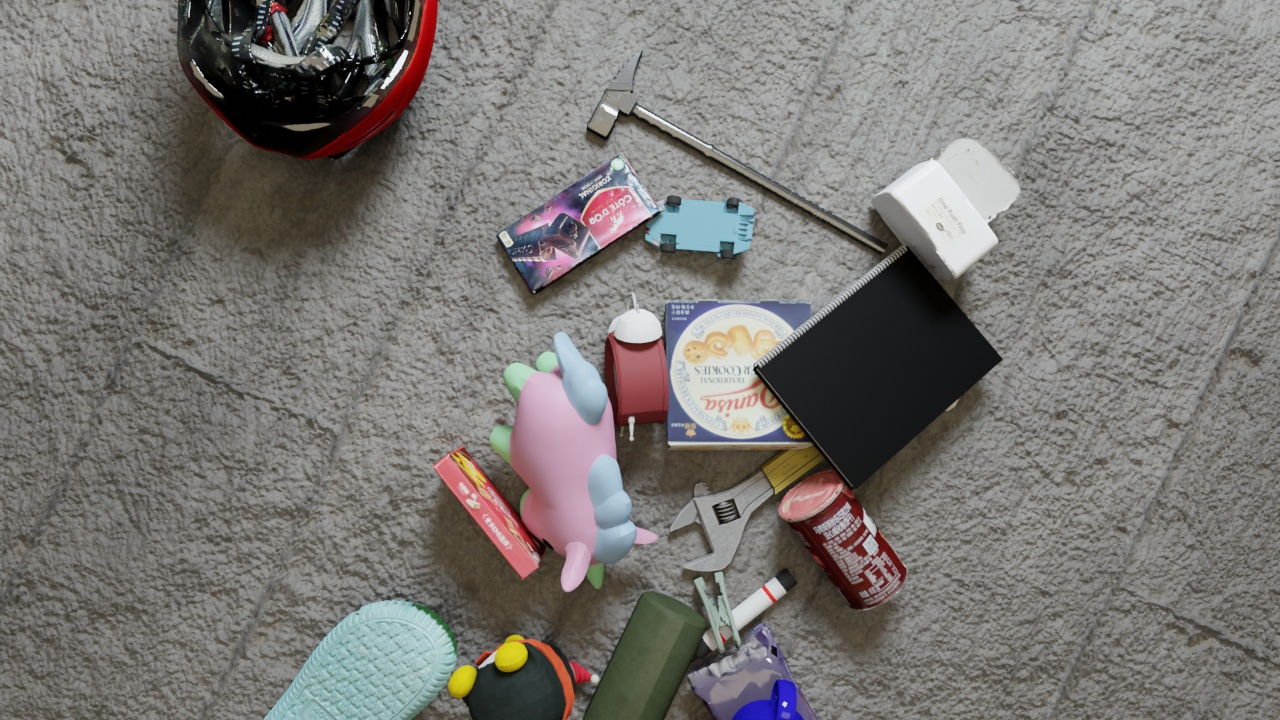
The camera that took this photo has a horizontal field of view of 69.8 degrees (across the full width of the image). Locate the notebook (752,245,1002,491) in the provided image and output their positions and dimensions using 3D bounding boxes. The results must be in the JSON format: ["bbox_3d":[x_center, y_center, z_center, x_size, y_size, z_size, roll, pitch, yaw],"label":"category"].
[{"bbox_3d":[0.229,0.002,0.882,0.206,0.016,0.149,-37,85,-16],"label":"notebook"}]

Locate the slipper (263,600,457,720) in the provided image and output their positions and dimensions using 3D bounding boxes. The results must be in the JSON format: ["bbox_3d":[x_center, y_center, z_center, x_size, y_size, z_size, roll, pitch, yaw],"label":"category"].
[{"bbox_3d":[-0.278,0.325,0.881,0.116,0.069,0.276,43,103,0],"label":"slipper"}]

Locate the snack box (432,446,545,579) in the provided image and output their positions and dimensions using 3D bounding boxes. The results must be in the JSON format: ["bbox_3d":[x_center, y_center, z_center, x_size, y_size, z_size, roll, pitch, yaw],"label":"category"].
[{"bbox_3d":[-0.142,0.142,0.874,0.021,0.089,0.133,-39,91,-2],"label":"snack box"}]

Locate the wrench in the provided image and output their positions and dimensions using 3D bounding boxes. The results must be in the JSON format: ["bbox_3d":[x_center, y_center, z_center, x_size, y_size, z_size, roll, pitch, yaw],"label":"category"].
[{"bbox_3d":[0.145,0.113,0.921,0.273,0.018,0.083,-35,91,-2],"label":"wrench"}]

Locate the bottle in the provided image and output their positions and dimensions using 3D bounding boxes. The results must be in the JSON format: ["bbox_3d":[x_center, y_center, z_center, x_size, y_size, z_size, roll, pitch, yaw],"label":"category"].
[{"bbox_3d":[-0.010,0.330,0.887,0.071,0.071,0.206,26,88,-2],"label":"bottle"}]

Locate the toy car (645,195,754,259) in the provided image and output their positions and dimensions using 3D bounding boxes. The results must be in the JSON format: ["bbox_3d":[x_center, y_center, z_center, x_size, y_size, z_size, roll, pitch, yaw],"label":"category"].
[{"bbox_3d":[0.060,-0.132,0.917,0.108,0.027,0.060,6,88,15],"label":"toy car"}]

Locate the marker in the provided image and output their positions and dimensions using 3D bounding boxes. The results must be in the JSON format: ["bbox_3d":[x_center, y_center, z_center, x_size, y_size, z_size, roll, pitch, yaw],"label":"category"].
[{"bbox_3d":[0.094,0.260,0.917,0.145,0.019,0.019,-38,91,-2],"label":"marker"}]

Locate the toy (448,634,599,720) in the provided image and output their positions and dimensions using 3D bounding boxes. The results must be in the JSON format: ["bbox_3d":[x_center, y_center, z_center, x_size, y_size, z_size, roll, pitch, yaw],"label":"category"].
[{"bbox_3d":[-0.106,0.310,0.871,0.098,0.119,0.099,-32,80,20],"label":"toy"}]

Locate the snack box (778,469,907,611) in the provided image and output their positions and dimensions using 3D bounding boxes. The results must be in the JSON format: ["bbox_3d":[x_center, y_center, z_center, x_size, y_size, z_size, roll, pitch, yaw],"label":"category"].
[{"bbox_3d":[0.197,0.174,0.888,0.072,0.072,0.121,-38,102,-2],"label":"snack box"}]

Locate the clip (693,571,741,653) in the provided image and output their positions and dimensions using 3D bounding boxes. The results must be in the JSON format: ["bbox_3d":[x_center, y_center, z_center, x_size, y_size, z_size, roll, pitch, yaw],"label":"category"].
[{"bbox_3d":[0.077,0.248,0.901,0.047,0.023,0.076,-18,62,0],"label":"clip"}]

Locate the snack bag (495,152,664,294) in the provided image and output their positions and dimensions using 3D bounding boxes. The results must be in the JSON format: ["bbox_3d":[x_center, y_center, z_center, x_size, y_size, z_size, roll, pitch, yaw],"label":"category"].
[{"bbox_3d":[-0.062,-0.135,0.912,0.155,0.018,0.074,-34,81,-2],"label":"snack bag"}]

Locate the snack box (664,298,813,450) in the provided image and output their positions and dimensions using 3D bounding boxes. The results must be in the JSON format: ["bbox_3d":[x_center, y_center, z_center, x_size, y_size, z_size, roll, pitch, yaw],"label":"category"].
[{"bbox_3d":[0.096,0.014,0.899,0.144,0.043,0.145,0,80,-3],"label":"snack box"}]

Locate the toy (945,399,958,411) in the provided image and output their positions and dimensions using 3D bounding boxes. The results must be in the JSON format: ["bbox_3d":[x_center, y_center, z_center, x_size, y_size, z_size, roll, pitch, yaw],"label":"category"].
[{"bbox_3d":[0.271,0.001,0.918,0.125,0.037,0.076,18,83,-8],"label":"toy"}]

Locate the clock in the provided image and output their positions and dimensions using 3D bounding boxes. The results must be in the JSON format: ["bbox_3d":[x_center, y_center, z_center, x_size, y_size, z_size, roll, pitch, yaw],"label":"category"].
[{"bbox_3d":[-0.005,0.005,0.877,0.048,0.096,0.137,-5,90,-9],"label":"clock"}]

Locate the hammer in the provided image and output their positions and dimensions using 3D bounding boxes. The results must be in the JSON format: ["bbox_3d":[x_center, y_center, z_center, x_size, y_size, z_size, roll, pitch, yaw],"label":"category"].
[{"bbox_3d":[0.109,-0.197,0.926,0.325,0.015,0.095,29,88,-2],"label":"hammer"}]

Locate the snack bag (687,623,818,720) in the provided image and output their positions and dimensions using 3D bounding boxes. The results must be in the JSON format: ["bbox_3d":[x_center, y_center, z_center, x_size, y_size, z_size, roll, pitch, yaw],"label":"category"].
[{"bbox_3d":[0.135,0.371,0.899,0.096,0.058,0.205,-31,91,-2],"label":"snack bag"}]

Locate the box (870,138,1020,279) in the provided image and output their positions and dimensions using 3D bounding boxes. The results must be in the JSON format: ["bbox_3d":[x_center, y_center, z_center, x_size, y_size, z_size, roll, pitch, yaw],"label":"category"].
[{"bbox_3d":[0.312,-0.157,0.888,0.130,0.103,0.110,-36,93,5],"label":"box"}]

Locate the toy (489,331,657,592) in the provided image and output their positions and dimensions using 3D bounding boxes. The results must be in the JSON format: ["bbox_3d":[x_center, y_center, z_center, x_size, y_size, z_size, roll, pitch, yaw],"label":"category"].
[{"bbox_3d":[-0.060,0.092,0.842,0.171,0.119,0.223,37,129,29],"label":"toy"}]

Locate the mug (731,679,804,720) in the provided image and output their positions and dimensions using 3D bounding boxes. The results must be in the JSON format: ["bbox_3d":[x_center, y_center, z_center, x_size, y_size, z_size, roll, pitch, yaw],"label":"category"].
[{"bbox_3d":[0.122,0.344,0.829,0.079,0.083,0.111,11,90,3],"label":"mug"}]

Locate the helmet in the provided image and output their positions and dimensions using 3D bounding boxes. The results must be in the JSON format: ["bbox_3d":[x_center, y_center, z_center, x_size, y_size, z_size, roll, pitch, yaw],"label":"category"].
[{"bbox_3d":[-0.292,-0.316,0.834,0.217,0.167,0.272,12,89,-2],"label":"helmet"}]
